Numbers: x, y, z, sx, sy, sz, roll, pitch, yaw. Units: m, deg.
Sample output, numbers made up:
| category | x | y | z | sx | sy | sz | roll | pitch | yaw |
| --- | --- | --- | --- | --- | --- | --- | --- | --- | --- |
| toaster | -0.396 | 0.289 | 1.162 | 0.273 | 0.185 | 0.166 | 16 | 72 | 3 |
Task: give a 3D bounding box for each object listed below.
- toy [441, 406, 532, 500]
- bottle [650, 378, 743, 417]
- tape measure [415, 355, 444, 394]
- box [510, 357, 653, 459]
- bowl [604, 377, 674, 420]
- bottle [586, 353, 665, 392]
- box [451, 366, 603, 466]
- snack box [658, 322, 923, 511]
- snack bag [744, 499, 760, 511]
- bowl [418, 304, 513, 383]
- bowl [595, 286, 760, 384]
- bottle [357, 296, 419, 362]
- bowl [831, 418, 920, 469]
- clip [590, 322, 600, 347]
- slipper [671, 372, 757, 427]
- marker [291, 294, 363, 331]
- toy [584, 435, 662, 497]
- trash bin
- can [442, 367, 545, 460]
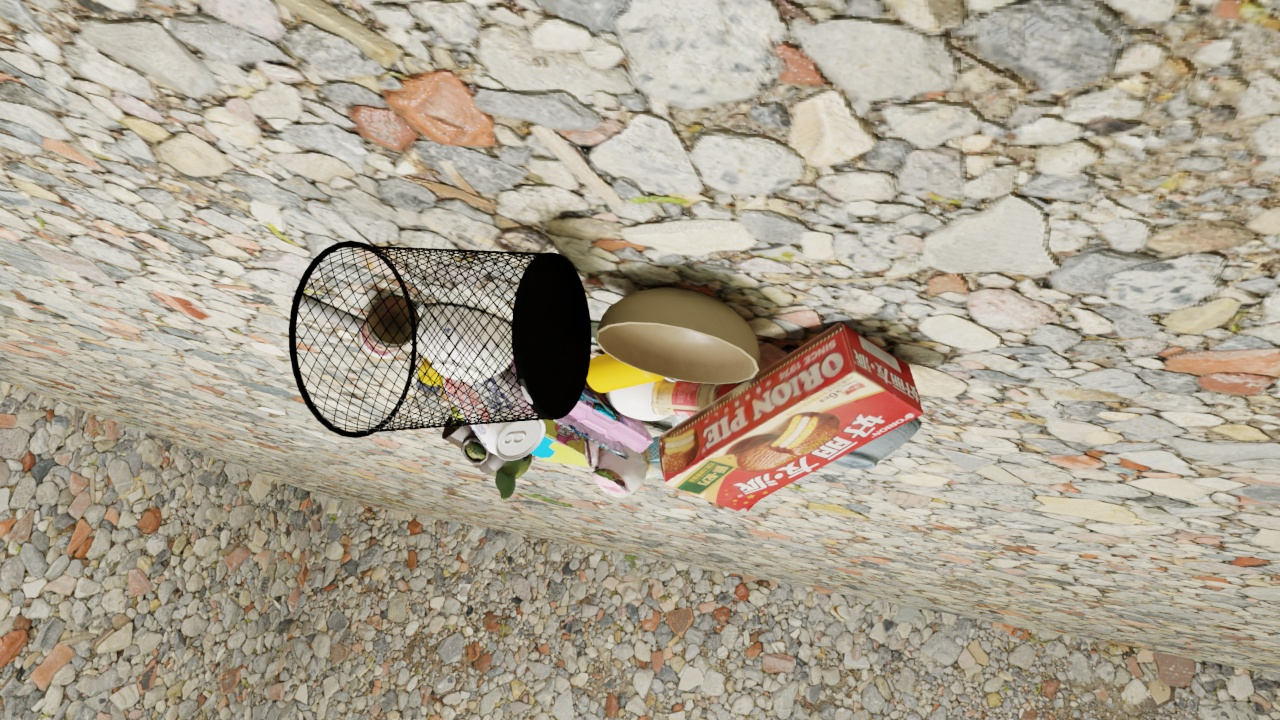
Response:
| category | x | y | z | sx | sy | sz | roll | pitch | yaw |
| --- | --- | --- | --- | --- | --- | --- | --- | --- | --- |
| toy | -0.224 | 0.114 | 1.357 | 0.078 | 0.179 | 0.152 | -39 | 112 | 18 |
| bottle | 0.065 | 0.041 | 0.966 | 0.109 | 0.044 | 0.044 | 2 | 160 | 30 |
| tape measure | -0.259 | 0.012 | 1.159 | 0.037 | 0.064 | 0.066 | 18 | 163 | -10 |
| box | -0.076 | 0.057 | 1.140 | 0.230 | 0.053 | 0.084 | 34 | -169 | -50 |
| bowl | 0.001 | 0.049 | 1.126 | 0.110 | 0.040 | 0.110 | 12 | 163 | 4 |
| bottle | -0.006 | 0.006 | 0.993 | 0.043 | 0.043 | 0.144 | 23 | 160 | -29 |
| box | -0.144 | 0.077 | 1.268 | 0.125 | 0.080 | 0.221 | 2 | 157 | 33 |
| snack box | 0.139 | 0.063 | 0.888 | 0.113 | 0.060 | 0.237 | 26 | 133 | -37 |
| snack bag | 0.165 | 0.131 | 1.164 | 0.039 | 0.131 | 0.144 | 47 | 180 | 29 |
| bowl | -0.199 | -0.014 | 1.039 | 0.113 | 0.063 | 0.113 | 11 | 162 | 4 |
| bowl | 0.038 | -0.028 | 0.844 | 0.152 | 0.050 | 0.152 | 12 | 163 | 4 |
| bottle | -0.290 | -0.034 | 1.050 | 0.056 | 0.056 | 0.105 | 19 | 162 | -19 |
| bowl | 0.248 | 0.091 | 1.056 | 0.137 | 0.057 | 0.137 | 12 | 162 | 4 |
| clip | -0.053 | -0.028 | 0.959 | 0.076 | 0.023 | 0.059 | 8 | 161 | 9 |
| slipper | 0.087 | 0.041 | 1.050 | 0.098 | 0.054 | 0.269 | 12 | 152 | 10 |
| marker | -0.359 | -0.048 | 1.122 | 0.140 | 0.016 | 0.016 | 27 | 158 | -38 |
| toy | -0.009 | 0.142 | 1.297 | 0.205 | 0.131 | 0.106 | -2 | 144 | -46 |
| trash bin | -0.168 | -0.021 | 0.826 | 0.210 | 0.183 | 0.184 | 0 | 159 | 21 |
| can | -0.176 | 0.052 | 1.105 | 0.136 | 0.078 | 0.078 | 46 | -174 | 37 |
